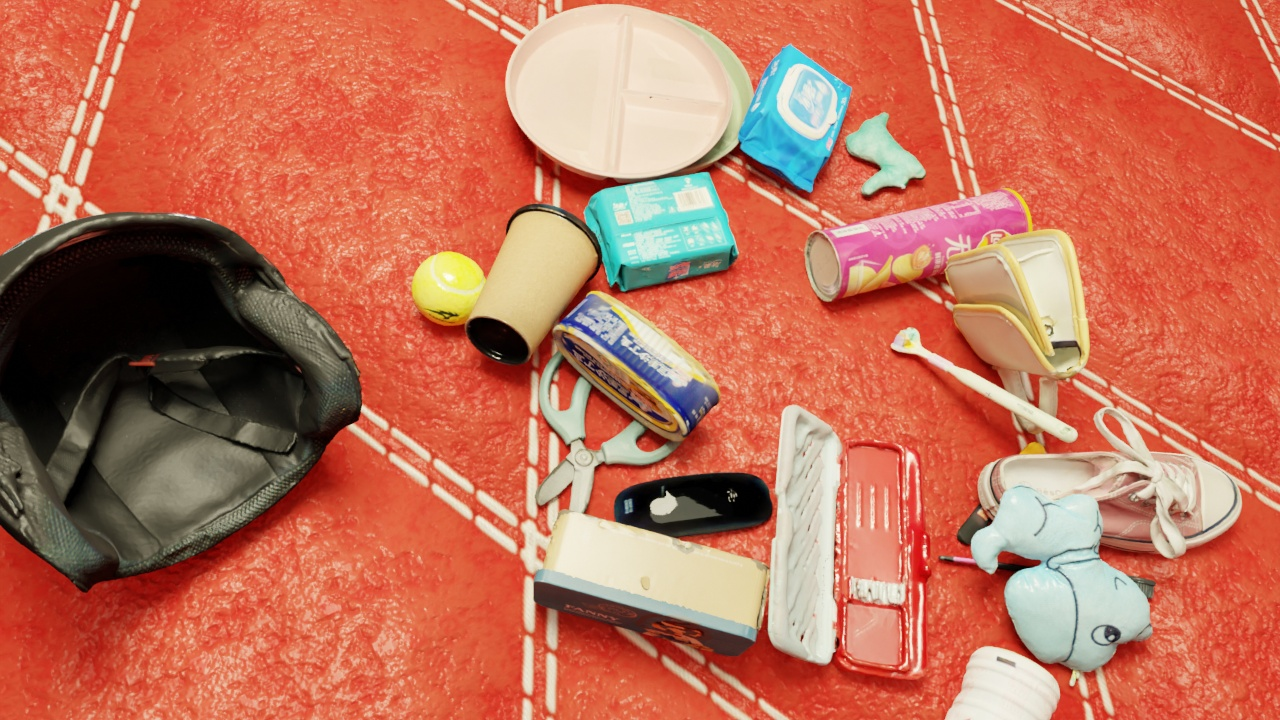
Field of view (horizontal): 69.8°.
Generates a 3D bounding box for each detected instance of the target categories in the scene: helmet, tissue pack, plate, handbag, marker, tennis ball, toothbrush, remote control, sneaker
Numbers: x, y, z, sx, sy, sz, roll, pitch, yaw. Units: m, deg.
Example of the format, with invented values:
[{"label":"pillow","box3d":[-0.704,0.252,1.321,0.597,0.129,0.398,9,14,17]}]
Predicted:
[{"label":"helmet","box3d":[-0.350,0.014,0.640,0.230,0.275,0.232,24,46,36]},{"label":"tissue pack","box3d":[0.019,-0.123,0.877,0.133,0.050,0.093,-11,66,-12]},{"label":"plate","box3d":[-0.021,-0.270,0.931,0.229,0.028,0.229,3,63,-6]},{"label":"handbag","box3d":[0.328,-0.018,0.799,0.063,0.163,0.179,-14,93,2]},{"label":"marker","box3d":[0.317,0.117,0.809,0.018,0.015,0.123,44,68,11]},{"label":"tennis ball","box3d":[-0.169,-0.063,0.814,0.065,0.066,0.065,3,62,-6]},{"label":"plate","box3d":[0.006,-0.282,0.973,0.230,0.028,0.229,3,62,-5]},{"label":"toothbrush","box3d":[0.299,0.021,0.807,0.029,0.020,0.189,-43,45,-8]},{"label":"remote control","box3d":[0.046,0.119,0.767,0.136,0.024,0.053,-5,62,-10]},{"label":"sneaker","box3d":[0.412,0.109,0.774,0.241,0.088,0.118,5,67,-10]},{"label":"tissue pack","box3d":[0.161,-0.253,0.949,0.095,0.052,0.156,31,61,-14]},{"label":"toothbrush","box3d":[0.345,0.182,0.778,0.189,0.014,0.017,8,74,-2]}]

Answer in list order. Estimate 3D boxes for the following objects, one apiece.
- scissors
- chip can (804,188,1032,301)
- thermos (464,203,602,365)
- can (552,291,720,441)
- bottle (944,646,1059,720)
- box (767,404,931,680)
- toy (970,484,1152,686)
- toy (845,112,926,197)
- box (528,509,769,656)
[{"label":"scissors","box3d":[-0.047,0.051,0.796,0.176,0.019,0.172,-40,74,-23]},{"label":"chip can","box3d":[0.269,-0.112,0.892,0.210,0.071,0.071,-14,65,-13]},{"label":"thermos","box3d":[-0.094,-0.068,0.803,0.093,0.093,0.142,21,55,4]},{"label":"can","box3d":[-0.005,0.005,0.773,0.148,0.075,0.049,38,66,13]},{"label":"bottle","box3d":[0.240,0.310,0.669,0.068,0.068,0.196,31,66,9]},{"label":"box","box3d":[0.165,0.148,0.747,0.160,0.064,0.200,19,60,-19]},{"label":"toy","box3d":[0.339,0.181,0.734,0.161,0.049,0.156,8,99,-3]},{"label":"toy","box3d":[0.255,-0.213,0.967,0.096,0.030,0.092,-37,70,-17]},{"label":"box","box3d":[0.001,0.170,0.700,0.184,0.090,0.063,12,62,2]}]
